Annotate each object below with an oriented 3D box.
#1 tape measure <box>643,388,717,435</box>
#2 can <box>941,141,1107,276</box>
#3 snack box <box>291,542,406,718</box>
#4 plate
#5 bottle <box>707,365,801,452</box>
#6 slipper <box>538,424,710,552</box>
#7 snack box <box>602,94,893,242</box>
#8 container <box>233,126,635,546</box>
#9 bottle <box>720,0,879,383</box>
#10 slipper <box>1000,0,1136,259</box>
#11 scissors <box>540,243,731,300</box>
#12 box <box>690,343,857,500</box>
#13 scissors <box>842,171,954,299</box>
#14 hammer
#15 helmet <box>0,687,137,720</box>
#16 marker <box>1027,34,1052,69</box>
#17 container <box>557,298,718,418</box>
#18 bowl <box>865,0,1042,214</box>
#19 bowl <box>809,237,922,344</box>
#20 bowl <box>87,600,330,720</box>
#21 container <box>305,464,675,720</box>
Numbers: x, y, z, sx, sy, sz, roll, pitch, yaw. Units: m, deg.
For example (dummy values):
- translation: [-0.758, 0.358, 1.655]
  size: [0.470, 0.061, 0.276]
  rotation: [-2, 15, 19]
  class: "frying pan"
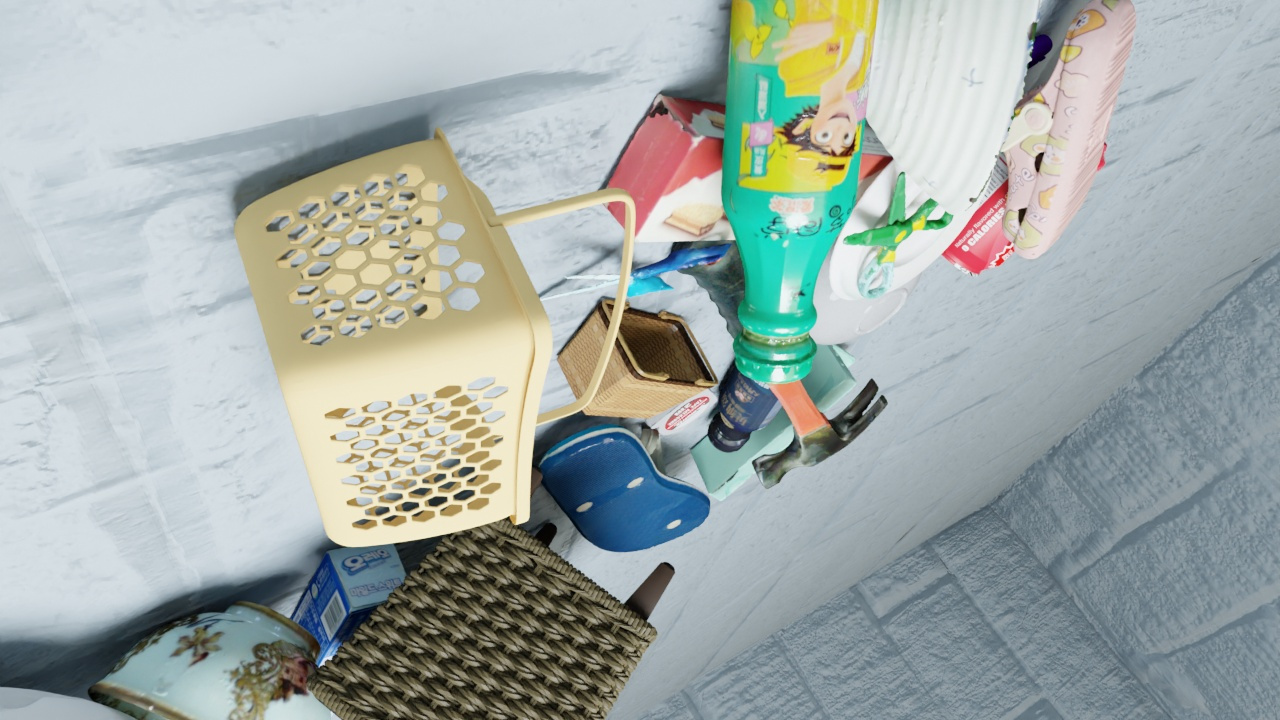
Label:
- translation: [0.035, 0.039, 0.816]
  size: [0.060, 0.020, 0.062]
  rotation: [-38, 157, 8]
  class: "tape measure"
- translation: [0.312, -0.142, 0.768]
  size: [0.074, 0.074, 0.143]
  rotation: [-5, 142, -49]
  class: "can"
- translation: [-0.256, 0.231, 0.753]
  size: [0.059, 0.059, 0.227]
  rotation: [-6, 142, -43]
  class: "snack box"
- translation: [0.196, -0.101, 0.646]
  size: [0.156, 0.014, 0.157]
  rotation: [-30, 149, -21]
  class: "plate"
- translation: [0.103, 0.032, 0.845]
  size: [0.056, 0.056, 0.161]
  rotation: [-22, 156, -27]
  class: "bottle"
- translation: [-0.019, 0.112, 0.840]
  size: [0.118, 0.060, 0.295]
  rotation: [-31, 150, 3]
  class: "slipper"
- translation: [0.097, -0.114, 0.581]
  size: [0.272, 0.044, 0.077]
  rotation: [-8, 143, -46]
  class: "snack box"
- translation: [-0.086, -0.007, 0.441]
  size: [0.166, 0.129, 0.184]
  rotation: [-17, 151, -20]
  class: "container"
- translation: [0.074, -0.090, 0.460]
  size: [0.068, 0.068, 0.210]
  rotation: [-18, 122, -33]
  class: "bottle"
- translation: [0.288, -0.165, 0.660]
  size: [0.093, 0.081, 0.198]
  rotation: [-44, 146, -35]
  class: "slipper"
- translation: [-0.001, -0.054, 0.562]
  size: [0.129, 0.014, 0.127]
  rotation: [-17, 172, 34]
  class: "scissors"
- translation: [0.146, 0.065, 0.940]
  size: [0.188, 0.078, 0.109]
  rotation: [-42, 148, 17]
  class: "box"
- translation: [0.166, -0.079, 0.613]
  size: [0.127, 0.012, 0.122]
  rotation: [-14, 140, -41]
  class: "scissors"
- translation: [0.103, -0.001, 0.717]
  size: [0.133, 0.033, 0.333]
  rotation: [-29, 141, 9]
  class: "hammer"
- translation: [-0.378, 0.288, 0.525]
  size: [0.225, 0.183, 0.282]
  rotation: [-15, 145, 21]
  class: "helmet"
- translation: [0.235, -0.193, 0.646]
  size: [0.134, 0.015, 0.018]
  rotation: [-31, 135, -9]
  class: "marker"
- translation: [-0.004, 0.004, 0.655]
  size: [0.061, 0.063, 0.113]
  rotation: [-37, 157, 24]
  class: "container"
- translation: [0.145, -0.168, 0.475]
  size: [0.071, 0.177, 0.177]
  rotation: [7, 153, 6]
  class: "bowl"
- translation: [0.179, -0.062, 0.759]
  size: [0.131, 0.064, 0.132]
  rotation: [-28, 155, -14]
  class: "bowl"
- translation: [-0.280, 0.227, 0.639]
  size: [0.160, 0.160, 0.093]
  rotation: [110, 4, -52]
  class: "bowl"
- translation: [-0.092, 0.230, 0.742]
  size: [0.204, 0.176, 0.321]
  rotation: [-52, 170, -17]
  class: "container"
